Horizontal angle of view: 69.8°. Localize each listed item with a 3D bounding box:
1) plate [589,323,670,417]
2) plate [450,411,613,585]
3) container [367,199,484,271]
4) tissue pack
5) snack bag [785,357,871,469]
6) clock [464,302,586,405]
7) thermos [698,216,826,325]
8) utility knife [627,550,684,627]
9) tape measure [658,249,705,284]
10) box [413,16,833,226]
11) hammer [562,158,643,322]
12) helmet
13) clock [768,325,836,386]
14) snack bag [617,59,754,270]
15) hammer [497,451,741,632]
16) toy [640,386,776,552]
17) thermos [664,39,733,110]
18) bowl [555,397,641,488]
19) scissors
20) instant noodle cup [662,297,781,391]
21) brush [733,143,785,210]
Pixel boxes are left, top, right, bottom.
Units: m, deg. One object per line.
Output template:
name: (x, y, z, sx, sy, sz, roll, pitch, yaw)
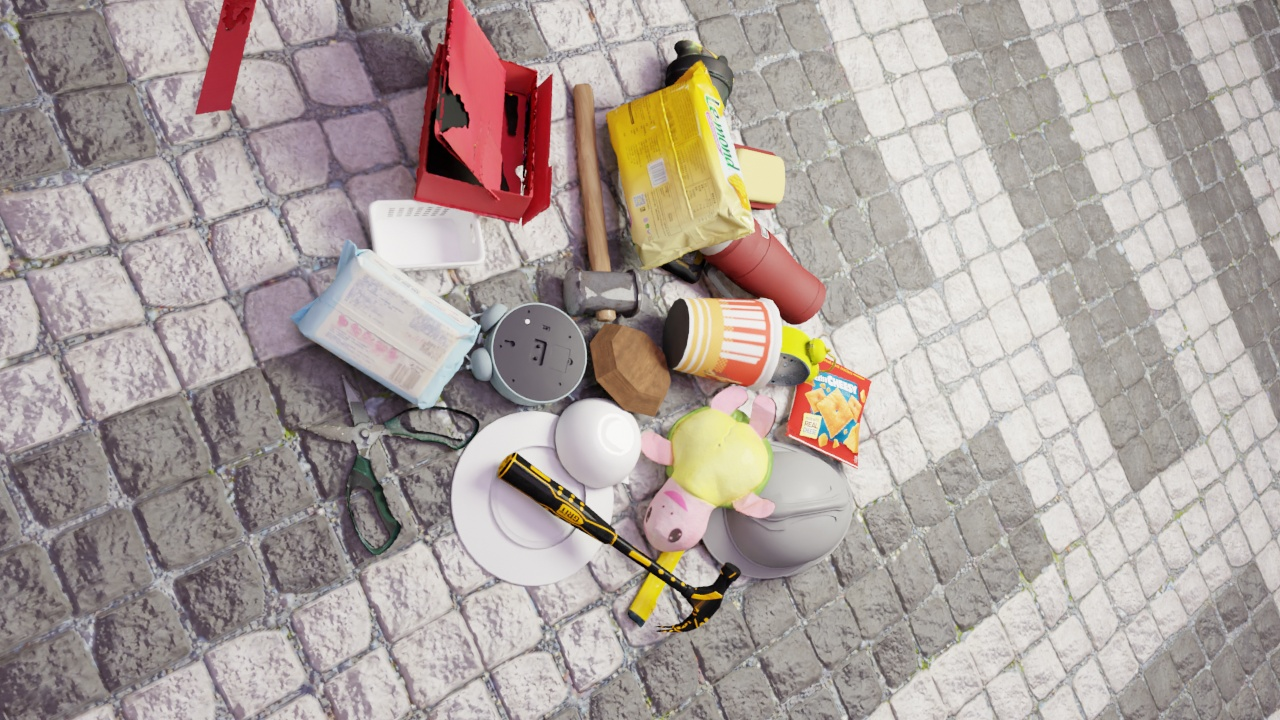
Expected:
plate: (-0.007, 0.006, 1.161, 0.131, 0.025, 0.131, 29, 43, -32)
plate: (-0.124, 0.164, 1.102, 0.208, 0.015, 0.208, 6, 77, -27)
container: (-0.255, -0.143, 1.076, 0.129, 0.050, 0.080, -7, 83, -29)
tissue pack: (-0.277, -0.038, 1.011, 0.182, 0.070, 0.112, 35, 100, -13)
snack bag: (0.270, 0.068, 1.317, 0.130, 0.039, 0.143, 25, 62, -19)
clock: (-0.141, -0.010, 1.113, 0.159, 0.045, 0.122, 18, 72, -23)
thermos: (0.157, -0.122, 1.260, 0.198, 0.084, 0.108, 35, 104, -32)
utility knife: (0.047, 0.239, 1.176, 0.030, 0.019, 0.224, 43, 65, -19)
tape measure: (0.060, -0.143, 1.252, 0.061, 0.034, 0.061, 24, 67, -23)
box: (-0.027, -0.286, 1.082, 0.479, 0.171, 0.213, -7, 61, 13)
hammer: (-0.062, -0.210, 1.198, 0.098, 0.052, 0.328, -1, 77, -28)
helmet: (0.215, 0.194, 1.216, 0.270, 0.118, 0.183, -3, 81, -30)
clock: (0.209, -0.003, 1.265, 0.119, 0.083, 0.056, 14, 58, 4)
snack bag: (0.042, -0.249, 1.181, 0.068, 0.160, 0.247, 17, 56, -63)
hammer: (-0.036, 0.214, 1.093, 0.320, 0.036, 0.123, 36, 102, -11)
toy: (0.088, 0.138, 1.160, 0.190, 0.088, 0.237, 28, 74, 15)
thermos: (0.074, -0.323, 1.267, 0.098, 0.098, 0.220, 12, 78, -25)
bowl: (-0.043, 0.096, 1.128, 0.114, 0.051, 0.114, 13, 66, -32)
scissors: (-0.270, 0.102, 1.039, 0.204, 0.015, 0.201, -18, 90, -29)
instant noodle cup: (0.102, -0.028, 1.209, 0.121, 0.124, 0.123, 7, 76, -19)
brush: (0.153, -0.254, 1.275, 0.173, 0.042, 0.082, -8, 101, -55)
